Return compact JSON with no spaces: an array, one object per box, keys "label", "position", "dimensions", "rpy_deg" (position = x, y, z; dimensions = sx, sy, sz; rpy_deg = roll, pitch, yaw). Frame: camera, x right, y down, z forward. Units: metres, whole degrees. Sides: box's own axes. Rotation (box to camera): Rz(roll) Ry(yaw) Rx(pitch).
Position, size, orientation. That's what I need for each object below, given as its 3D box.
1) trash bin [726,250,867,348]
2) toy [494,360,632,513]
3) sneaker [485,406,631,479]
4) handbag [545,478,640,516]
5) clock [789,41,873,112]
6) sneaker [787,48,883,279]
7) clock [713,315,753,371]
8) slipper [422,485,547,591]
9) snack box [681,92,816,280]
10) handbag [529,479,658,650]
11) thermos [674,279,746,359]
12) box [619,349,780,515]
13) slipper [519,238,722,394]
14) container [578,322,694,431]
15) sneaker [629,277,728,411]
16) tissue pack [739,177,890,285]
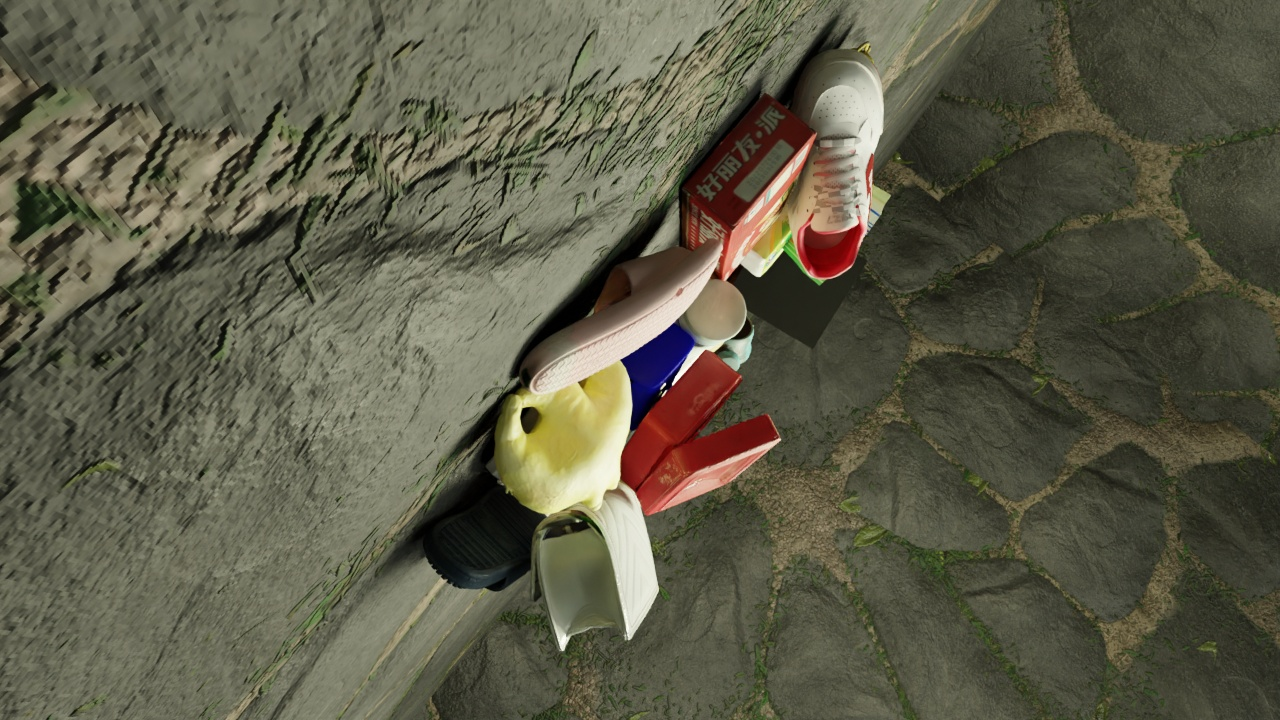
[{"label":"trash bin","position":[0.213,-0.119,1.328],"dimensions":[0.140,0.139,0.171],"rpy_deg":[-59,-178,6]},{"label":"toy","position":[-0.063,0.066,0.820],"dimensions":[0.065,0.155,0.170],"rpy_deg":[5,-141,39]},{"label":"sneaker","position":[-0.081,0.096,0.943],"dimensions":[0.118,0.088,0.241],"rpy_deg":[-51,171,8]},{"label":"handbag","position":[-0.127,0.205,1.221],"dimensions":[0.175,0.062,0.198],"rpy_deg":[1,153,-45]},{"label":"clock","position":[0.201,-0.273,0.940],"dimensions":[0.083,0.057,0.119],"rpy_deg":[-44,171,-40]},{"label":"sneaker","position":[0.192,-0.177,0.900],"dimensions":[0.237,0.090,0.104],"rpy_deg":[90,1,-48]},{"label":"clock","position":[0.115,-0.028,1.334],"dimensions":[0.124,0.090,0.053],"rpy_deg":[-50,163,-45]},{"label":"slipper","position":[-0.162,0.203,0.964],"dimensions":[0.082,0.101,0.263],"rpy_deg":[-51,171,9]},{"label":"snack box","position":[0.096,-0.153,0.879],"dimensions":[0.113,0.060,0.236],"rpy_deg":[-50,174,-3]},{"label":"handbag","position":[-0.050,0.208,0.975],"dimensions":[0.096,0.142,0.198],"rpy_deg":[-14,180,11]},{"label":"thermos","position":[0.055,-0.037,1.045],"dimensions":[0.067,0.068,0.230],"rpy_deg":[-49,-175,-14]},{"label":"box","position":[0.044,0.081,0.995],"dimensions":[0.136,0.127,0.158],"rpy_deg":[-23,164,-27]},{"label":"slipper","position":[-0.016,-0.040,0.781],"dimensions":[0.221,0.055,0.107],"rpy_deg":[-34,167,-30]},{"label":"container","position":[-0.006,0.006,0.978],"dimensions":[0.084,0.085,0.114],"rpy_deg":[-48,172,-27]},{"label":"sneaker","position":[0.031,-0.011,1.207],"dimensions":[0.102,0.089,0.242],"rpy_deg":[-4,131,-53]},{"label":"tissue pack","position":[0.197,-0.178,1.064],"dimensions":[0.198,0.141,0.120],"rpy_deg":[-51,173,4]}]
